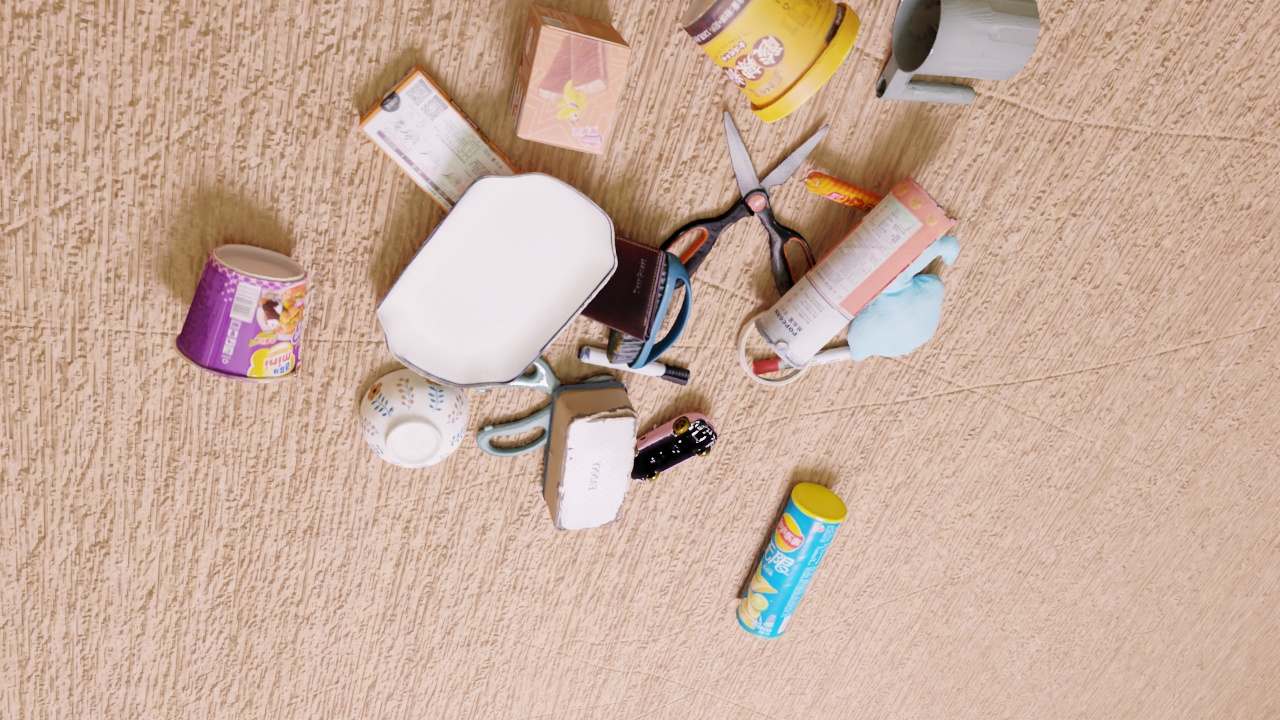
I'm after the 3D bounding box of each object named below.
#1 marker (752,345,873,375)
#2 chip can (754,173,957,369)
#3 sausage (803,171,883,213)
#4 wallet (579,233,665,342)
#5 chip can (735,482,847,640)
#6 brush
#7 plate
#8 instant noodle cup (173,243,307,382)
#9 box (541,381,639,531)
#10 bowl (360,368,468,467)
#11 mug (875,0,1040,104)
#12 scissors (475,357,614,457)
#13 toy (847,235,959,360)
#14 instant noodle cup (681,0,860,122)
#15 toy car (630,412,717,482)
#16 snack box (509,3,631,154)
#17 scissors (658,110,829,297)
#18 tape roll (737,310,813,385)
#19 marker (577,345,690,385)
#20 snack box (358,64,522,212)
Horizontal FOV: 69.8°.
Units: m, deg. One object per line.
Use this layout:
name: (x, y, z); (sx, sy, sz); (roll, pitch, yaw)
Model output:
marker: (0.199, -0.002, 1.045); (0.145, 0.017, 0.017); (-10, 123, -7)
chip can: (0.216, -0.088, 0.933); (0.071, 0.071, 0.215); (33, 112, -28)
sausage: (0.230, -0.163, 0.939); (0.165, 0.021, 0.021); (13, 118, -28)
wallet: (-0.037, -0.082, 0.898); (0.122, 0.020, 0.096); (22, 120, 21)
chip can: (0.189, 0.259, 1.172); (0.071, 0.071, 0.211); (10, 119, -18)
brush: (0.014, -0.049, 0.943); (0.073, 0.055, 0.144); (8, 129, -18)
plate: (-0.139, -0.076, 0.885); (0.162, 0.034, 0.266); (30, 121, -25)
instant noodle cup: (-0.360, -0.048, 0.845); (0.111, 0.111, 0.099); (14, 108, -20)
box: (-0.057, 0.104, 1.016); (0.089, 0.062, 0.185); (-3, 124, -21)
bowl: (-0.238, 0.070, 0.966); (0.113, 0.062, 0.114); (-5, 121, -9)
mug: (0.293, -0.292, 0.858); (0.103, 0.083, 0.124); (0, 148, -14)
scissors: (-0.113, 0.056, 1.011); (0.176, 0.019, 0.172); (9, 118, -19)
toy: (0.285, -0.067, 1.002); (0.161, 0.049, 0.156); (-35, 121, 12)
instant noodle cup: (0.108, -0.289, 0.793); (0.114, 0.118, 0.119); (36, 108, -21)
toy car: (0.031, 0.098, 1.059); (0.123, 0.037, 0.056); (-29, 122, 21)
snack box: (-0.063, -0.243, 0.792); (0.077, 0.092, 0.094); (8, 118, -18)
scissors: (0.115, -0.142, 0.936); (0.234, 0.021, 0.221); (-39, 122, 13)
tape roll: (0.150, -0.015, 1.015); (0.085, 0.014, 0.086); (-2, 107, -9)
marker: (-0.006, 0.006, 1.001); (0.130, 0.022, 0.018); (12, 127, -21)
snack box: (-0.175, -0.187, 0.841); (0.075, 0.026, 0.153); (-38, 122, 12)
